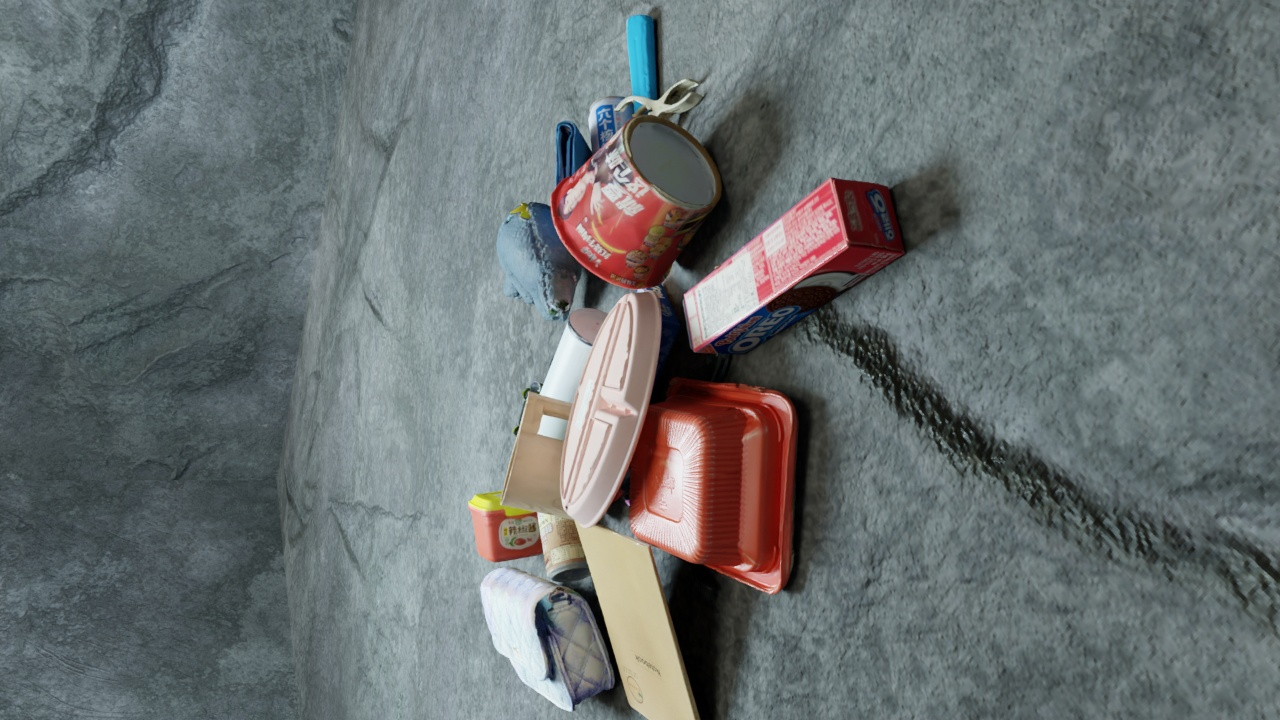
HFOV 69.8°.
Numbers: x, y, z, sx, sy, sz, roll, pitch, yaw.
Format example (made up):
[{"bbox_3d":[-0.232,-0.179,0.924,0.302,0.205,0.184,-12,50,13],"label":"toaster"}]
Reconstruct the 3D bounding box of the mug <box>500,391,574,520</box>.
[{"bbox_3d":[-0.085,0.106,0.985,0.084,0.103,0.124,165,120,-80],"label":"mug"}]

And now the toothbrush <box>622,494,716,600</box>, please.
[{"bbox_3d":[0.024,0.175,0.885,0.189,0.014,0.018,-143,49,-58],"label":"toothbrush"}]

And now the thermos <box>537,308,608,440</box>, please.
[{"bbox_3d":[-0.083,0.047,1.045,0.225,0.073,0.073,-65,35,34],"label":"thermos"}]

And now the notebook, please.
[{"bbox_3d":[-0.001,0.252,0.847,0.148,0.008,0.208,3,111,62],"label":"notebook"}]

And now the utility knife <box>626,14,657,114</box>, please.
[{"bbox_3d":[0.005,-0.273,0.966,0.034,0.018,0.198,-14,76,43],"label":"utility knife"}]

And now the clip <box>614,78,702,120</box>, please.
[{"bbox_3d":[0.017,-0.234,0.913,0.103,0.035,0.092,11,94,45],"label":"clip"}]

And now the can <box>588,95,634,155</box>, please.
[{"bbox_3d":[-0.024,-0.211,0.977,0.053,0.053,0.134,-34,57,56],"label":"can"}]

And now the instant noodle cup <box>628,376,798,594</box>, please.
[{"bbox_3d":[0.050,0.099,0.776,0.189,0.079,0.164,5,95,60],"label":"instant noodle cup"}]

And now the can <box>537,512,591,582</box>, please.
[{"bbox_3d":[-0.085,0.186,1.035,0.059,0.058,0.116,-49,45,48],"label":"can"}]

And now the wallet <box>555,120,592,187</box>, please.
[{"bbox_3d":[-0.063,-0.185,1.000,0.133,0.040,0.106,43,-135,-75],"label":"wallet"}]

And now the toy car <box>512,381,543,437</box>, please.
[{"bbox_3d":[-0.136,0.072,1.169,0.042,0.035,0.090,16,95,60],"label":"toy car"}]

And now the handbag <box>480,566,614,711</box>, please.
[{"bbox_3d":[-0.110,0.303,1.017,0.194,0.075,0.134,-12,98,62],"label":"handbag"}]

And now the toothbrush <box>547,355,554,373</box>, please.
[{"bbox_3d":[-0.127,0.084,1.134,0.017,0.014,0.189,161,124,-71],"label":"toothbrush"}]

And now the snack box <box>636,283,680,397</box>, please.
[{"bbox_3d":[-0.006,0.005,0.928,0.084,0.026,0.157,-109,35,-55],"label":"snack box"}]

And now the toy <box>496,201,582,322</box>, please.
[{"bbox_3d":[-0.124,-0.120,1.099,0.356,0.091,0.138,-148,60,-71],"label":"toy"}]

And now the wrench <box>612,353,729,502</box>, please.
[{"bbox_3d":[0.021,0.060,0.899,0.274,0.016,0.056,-58,36,41],"label":"wrench"}]

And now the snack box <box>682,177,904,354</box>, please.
[{"bbox_3d":[0.109,-0.066,0.711,0.208,0.057,0.058,-36,58,55],"label":"snack box"}]

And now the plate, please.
[{"bbox_3d":[-0.033,0.041,0.857,0.229,0.028,0.229,-165,91,-77],"label":"plate"}]

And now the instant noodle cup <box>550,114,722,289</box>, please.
[{"bbox_3d":[0.000,-0.151,0.850,0.109,0.137,0.137,-43,50,43],"label":"instant noodle cup"}]

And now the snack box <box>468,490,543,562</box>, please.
[{"bbox_3d":[-0.164,0.206,1.152,0.082,0.091,0.080,4,97,61],"label":"snack box"}]
